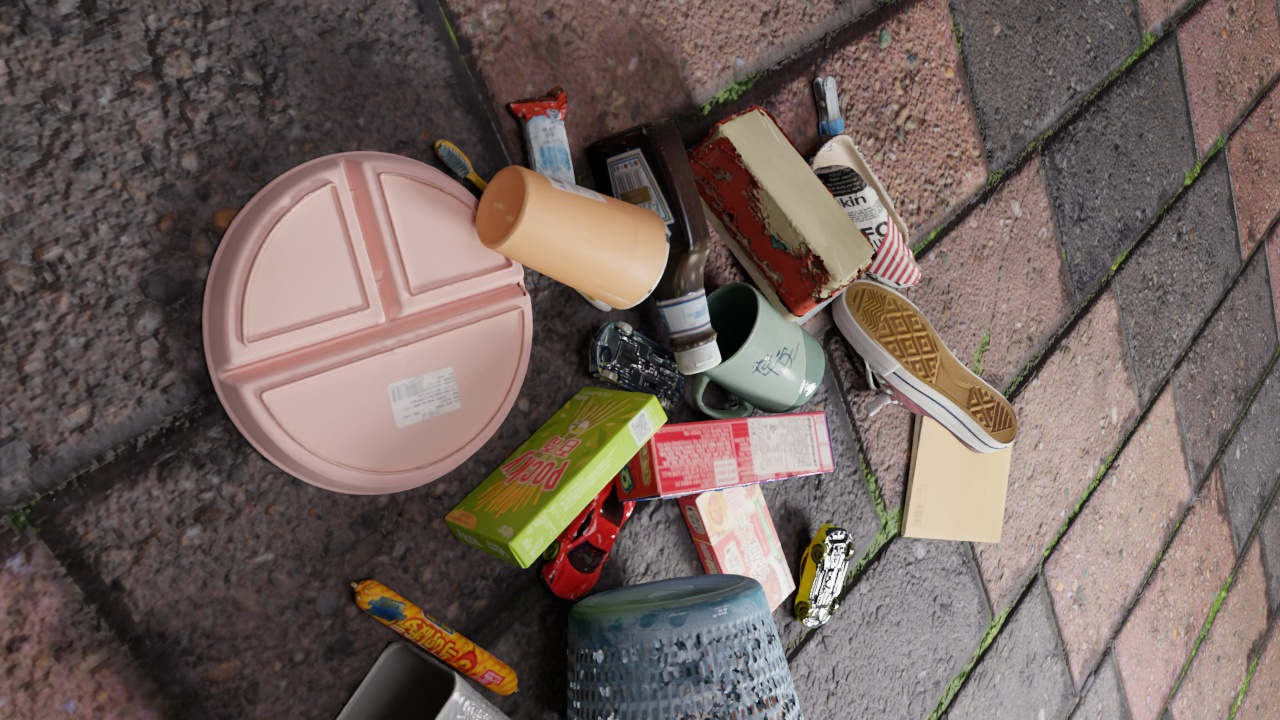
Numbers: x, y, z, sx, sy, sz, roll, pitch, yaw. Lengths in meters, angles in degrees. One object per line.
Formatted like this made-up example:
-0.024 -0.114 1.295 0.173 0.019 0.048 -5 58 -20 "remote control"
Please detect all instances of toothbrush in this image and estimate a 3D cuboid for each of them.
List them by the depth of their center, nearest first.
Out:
-0.081 -0.093 0.678 0.016 0.018 0.191 -39 125 11 "toothbrush"

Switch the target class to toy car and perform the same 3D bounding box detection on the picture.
-0.040 0.137 0.720 0.049 0.031 0.106 39 70 -33 "toy car"
-0.004 0.004 0.741 0.105 0.031 0.049 30 70 -42 "toy car"
0.176 0.212 0.905 0.048 0.032 0.105 5 100 -40 "toy car"

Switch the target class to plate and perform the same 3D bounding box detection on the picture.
-0.165 -0.024 0.608 0.229 0.028 0.229 -2 94 -41 "plate"

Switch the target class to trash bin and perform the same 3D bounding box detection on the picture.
0.032 0.269 0.686 0.226 0.227 0.195 -2 81 -40 "trash bin"

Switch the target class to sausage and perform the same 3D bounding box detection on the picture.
-0.141 0.196 0.643 0.165 0.021 0.021 45 64 -32 "sausage"

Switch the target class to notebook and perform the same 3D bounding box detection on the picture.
0.379 0.138 1.084 0.211 0.012 0.149 12 85 -40 "notebook"

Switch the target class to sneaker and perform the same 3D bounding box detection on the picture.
0.276 0.018 0.946 0.241 0.088 0.118 39 53 -11 "sneaker"

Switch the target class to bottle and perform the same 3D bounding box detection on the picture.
0.020 -0.086 0.720 0.043 0.080 0.195 -27 105 -43 "bottle"

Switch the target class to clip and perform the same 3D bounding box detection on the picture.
0.182 -0.248 0.896 0.025 0.036 0.058 -28 114 -34 "clip"

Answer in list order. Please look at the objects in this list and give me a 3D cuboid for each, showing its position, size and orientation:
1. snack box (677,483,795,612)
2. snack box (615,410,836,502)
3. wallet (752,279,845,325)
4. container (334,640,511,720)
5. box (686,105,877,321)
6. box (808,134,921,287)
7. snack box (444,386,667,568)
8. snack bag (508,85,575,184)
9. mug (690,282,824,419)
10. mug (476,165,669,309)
0.089 0.166 0.831 0.075 0.025 0.153 -34 113 -34 "snack box"
0.074 0.079 0.763 0.207 0.057 0.058 -2 79 -39 "snack box"
0.140 -0.101 0.854 0.106 0.037 0.130 -37 114 -33 "wallet"
-0.133 0.262 0.612 0.114 0.090 0.090 51 62 -33 "container"
0.116 -0.126 0.758 0.168 0.079 0.091 52 44 1 "box"
0.225 -0.148 0.901 0.162 0.076 0.086 44 60 -31 "box"
-0.060 0.078 0.664 0.156 0.086 0.026 -44 120 -29 "snack box"
-0.067 -0.148 0.682 0.045 0.026 0.105 -14 106 -14 "snack bag"
0.094 0.005 0.797 0.106 0.082 0.112 33 92 -37 "mug"
-0.049 -0.090 0.647 0.122 0.078 0.078 17 81 -42 "mug"
